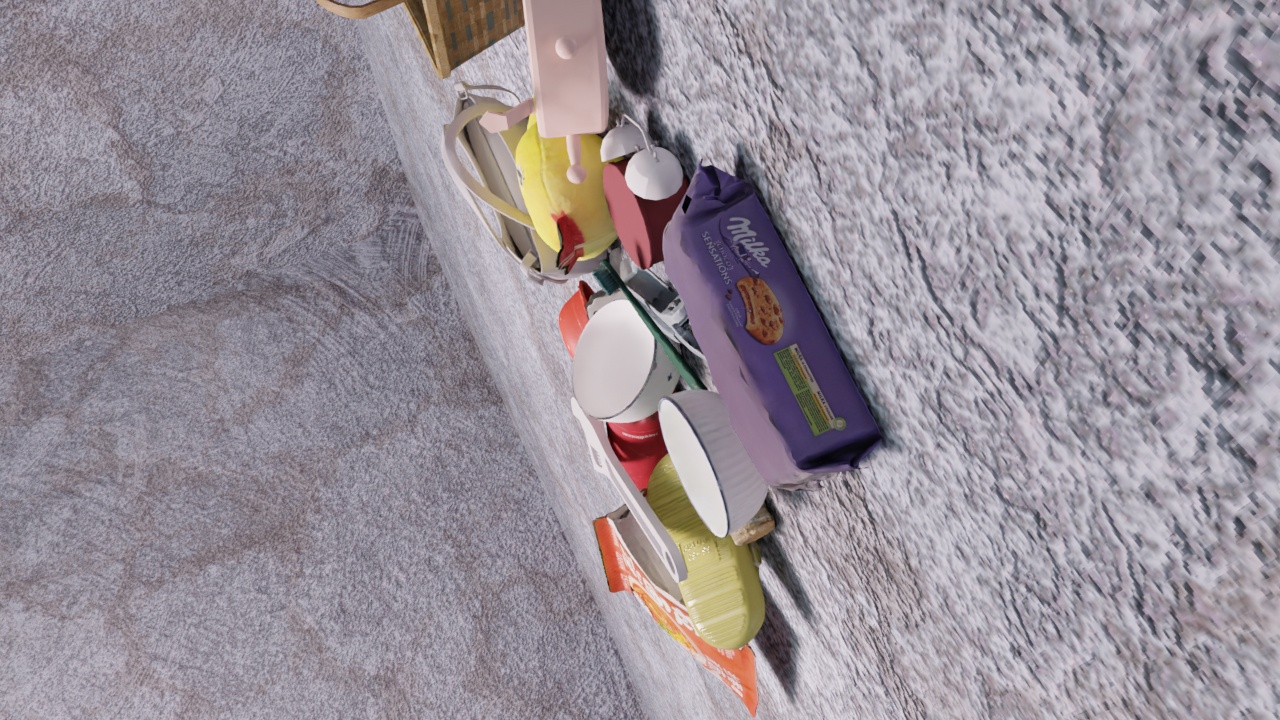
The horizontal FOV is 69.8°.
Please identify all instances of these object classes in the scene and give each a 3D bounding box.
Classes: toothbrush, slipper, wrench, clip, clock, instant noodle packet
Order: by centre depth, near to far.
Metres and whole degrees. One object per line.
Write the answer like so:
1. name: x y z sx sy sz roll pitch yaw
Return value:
1. clock: -0.065 -0.228 0.650 0.131 0.086 0.160 91 179 -61
2. clock: 0.006 -0.122 0.680 0.087 0.044 0.125 -127 20 -48
3. toothbrush: 0.017 -0.010 0.734 0.190 0.017 0.016 51 175 -35
4. clip: 0.034 -0.029 0.734 0.106 0.028 0.163 45 179 -25
5. slipper: 0.074 0.167 0.838 0.092 0.081 0.190 -38 56 34
6. wrench: -0.015 0.112 0.868 0.273 0.018 0.087 -132 26 -59
7. clip: -0.020 -0.056 0.906 0.058 0.053 0.102 6 126 32
8. instant noodle packet: 0.053 0.258 0.964 0.221 0.083 0.165 43 154 35

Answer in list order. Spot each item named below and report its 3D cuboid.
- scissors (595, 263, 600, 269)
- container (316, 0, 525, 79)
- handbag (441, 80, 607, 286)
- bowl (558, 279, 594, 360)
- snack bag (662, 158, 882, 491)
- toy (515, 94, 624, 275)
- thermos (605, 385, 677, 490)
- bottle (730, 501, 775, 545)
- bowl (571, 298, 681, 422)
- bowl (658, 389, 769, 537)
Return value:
1. scissors: -0.057 -0.128 0.980 0.131 0.019 0.150 -175 65 -76
2. container: -0.215 -0.382 0.819 0.250 0.186 0.157 97 148 -65
3. handbag: -0.129 -0.170 0.858 0.215 0.096 0.222 66 -162 10
4. bowl: -0.051 -0.019 0.984 0.130 0.045 0.130 61 -172 -14
5. snack bag: 0.069 -0.015 0.572 0.205 0.058 0.096 64 167 13
6. toy: -0.060 -0.169 0.782 0.134 0.092 0.207 71 -179 -60
7. thermos: 0.002 0.090 0.985 0.240 0.073 0.073 88 156 -58
8. bottle: 0.073 0.103 0.787 0.111 0.043 0.043 62 166 21
9. bowl: -0.005 0.005 0.844 0.114 0.063 0.113 -20 63 44
10. bowl: 0.067 0.072 0.718 0.118 0.062 0.118 158 90 -78
